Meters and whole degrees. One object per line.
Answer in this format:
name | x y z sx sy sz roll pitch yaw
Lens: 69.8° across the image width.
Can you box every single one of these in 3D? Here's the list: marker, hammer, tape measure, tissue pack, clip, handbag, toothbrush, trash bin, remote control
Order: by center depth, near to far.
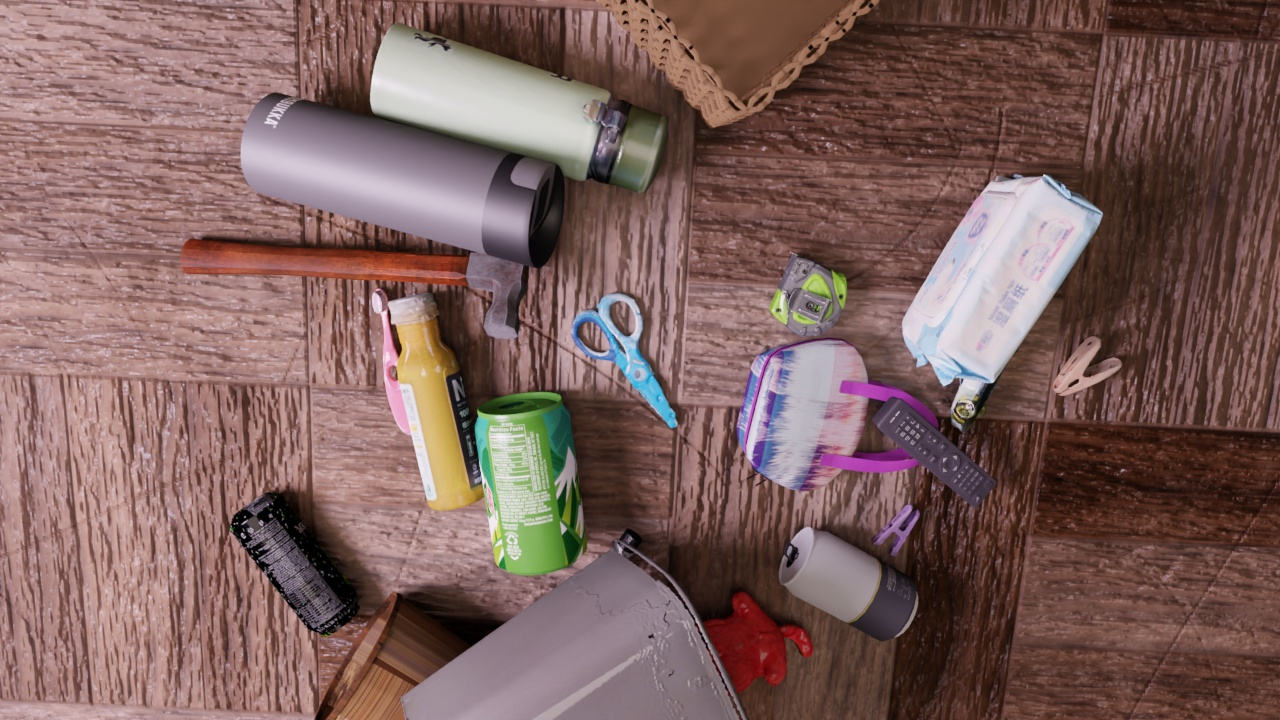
trash bin | -0.053 0.290 0.730 0.219 0.198 0.197 -27 99 -16
tissue pack | 0.281 -0.065 0.747 0.070 0.112 0.182 29 101 -7
hammer | -0.242 -0.081 0.771 0.301 0.028 0.111 4 65 7
tape measure | 0.146 -0.053 0.789 0.058 0.036 0.066 19 101 -4
remote control | 0.255 0.080 0.793 0.136 0.015 0.032 37 93 -21
handbag | 0.178 0.055 0.805 0.170 0.068 0.145 11 102 -9
clip | 0.395 0.010 0.809 0.039 0.024 0.060 29 111 -3
toothbrush | -0.220 0.003 0.815 0.021 0.016 0.135 -8 102 7
clip | 0.241 0.161 0.849 0.052 0.014 0.041 -33 100 10
marker | -0.048 0.219 0.859 0.019 0.019 0.146 35 100 -7

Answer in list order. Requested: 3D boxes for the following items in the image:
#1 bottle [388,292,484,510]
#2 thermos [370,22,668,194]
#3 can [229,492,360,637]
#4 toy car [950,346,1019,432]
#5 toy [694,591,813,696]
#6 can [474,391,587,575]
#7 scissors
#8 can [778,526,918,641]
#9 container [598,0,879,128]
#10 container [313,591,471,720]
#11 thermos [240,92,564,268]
bottle | -0.179 0.035 0.802 0.053 0.053 0.186 -11 99 3
thermos | -0.092 -0.199 0.735 0.231 0.082 0.082 18 102 -3
can | -0.314 0.185 0.836 0.054 0.054 0.137 -32 101 7
toy car | 0.296 0.011 0.798 0.033 0.048 0.105 28 101 28
toy | 0.093 0.270 0.859 0.132 0.094 0.088 -7 61 -21
can | -0.096 0.106 0.802 0.083 0.083 0.144 -6 102 2
scissors | -0.005 0.005 0.817 0.066 0.015 0.135 -33 102 7
can | 0.183 0.199 0.830 0.127 0.064 0.064 29 101 -6
container | 0.060 -0.330 0.637 0.220 0.214 0.251 -42 99 8
container | -0.186 0.310 0.831 0.167 0.132 0.132 34 100 -13
thermos | -0.184 -0.143 0.727 0.240 0.082 0.082 16 102 8
